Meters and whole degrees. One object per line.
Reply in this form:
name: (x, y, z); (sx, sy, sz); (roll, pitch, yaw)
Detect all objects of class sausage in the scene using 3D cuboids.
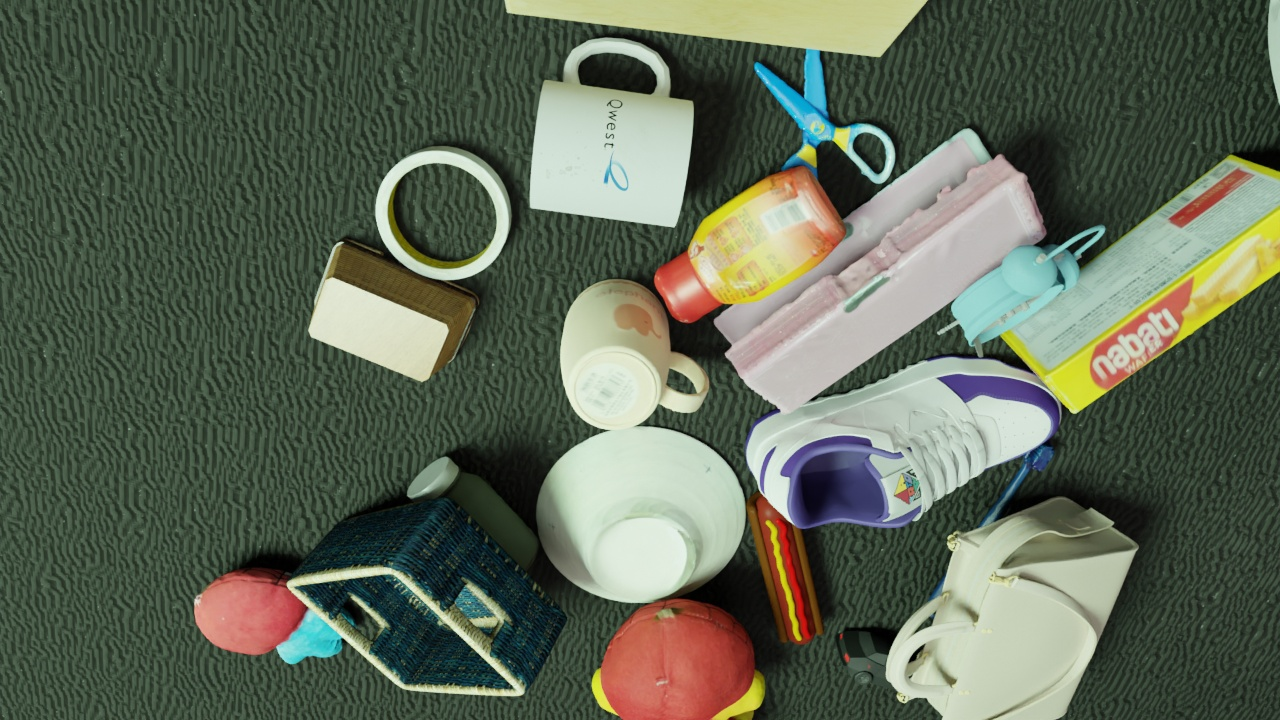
sausage: (0.123, 0.176, 0.774); (0.040, 0.040, 0.156); (-14, 113, 5)

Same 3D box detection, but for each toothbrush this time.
toothbrush: (0.292, 0.145, 0.774); (0.016, 0.017, 0.190); (21, 112, -8)

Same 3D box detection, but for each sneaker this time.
sneaker: (0.204, 0.069, 0.687); (0.244, 0.111, 0.092); (-13, 114, 5)

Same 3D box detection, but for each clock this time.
clock: (0.273, -0.052, 0.644); (0.123, 0.087, 0.042); (-45, 67, 37)

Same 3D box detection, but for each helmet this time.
helmet: (0.474, -0.177, 0.521); (0.184, 0.223, 0.282); (-23, 122, 34)

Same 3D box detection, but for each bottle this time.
bottle: (0.073, -0.077, 0.647); (0.134, 0.048, 0.071); (-32, 98, 20)
bottle: (-0.135, 0.131, 0.740); (0.060, 0.060, 0.108); (-34, 110, 14)

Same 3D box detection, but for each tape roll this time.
tape roll: (-0.140, -0.105, 0.656); (0.094, 0.019, 0.094); (0, 115, -1)

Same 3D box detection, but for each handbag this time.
handbag: (0.275, 0.213, 0.731); (0.197, 0.101, 0.195); (-5, 117, -28)

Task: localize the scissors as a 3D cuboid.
scissors: (0.131, -0.164, 0.634); (0.109, 0.018, 0.131); (-9, 115, 1)

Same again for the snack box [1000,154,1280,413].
snack box: (0.360, -0.054, 0.643); (0.201, 0.092, 0.042); (-40, 109, 16)

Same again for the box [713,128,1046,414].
box: (0.167, -0.063, 0.670); (0.233, 0.080, 0.099); (-38, 144, 16)

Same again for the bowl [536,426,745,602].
bowl: (0.001, 0.144, 0.748); (0.176, 0.057, 0.177); (0, 114, 0)

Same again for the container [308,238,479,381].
container: (-0.182, -0.033, 0.664); (0.114, 0.061, 0.063); (23, 112, -11)

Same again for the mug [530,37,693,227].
mug: (-0.018, -0.154, 0.609); (0.096, 0.083, 0.119); (7, 86, -4)

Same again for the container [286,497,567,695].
container: (-0.167, 0.185, 0.712); (0.188, 0.071, 0.145); (-19, 118, 45)

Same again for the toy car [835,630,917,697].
toy car: (0.218, 0.266, 0.813); (0.091, 0.042, 0.036); (18, 115, -8)

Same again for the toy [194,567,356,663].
toy: (-0.309, 0.217, 0.781); (0.132, 0.062, 0.092); (27, 125, -31)

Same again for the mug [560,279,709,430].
mug: (-0.004, 0.004, 0.660); (0.111, 0.104, 0.085); (20, 113, -8)

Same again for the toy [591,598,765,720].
toy: (0.034, 0.280, 0.770); (0.147, 0.098, 0.217); (-12, 134, -2)

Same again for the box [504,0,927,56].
box: (0.045, -0.273, 0.525); (0.248, 0.141, 0.179); (5, 107, -3)
